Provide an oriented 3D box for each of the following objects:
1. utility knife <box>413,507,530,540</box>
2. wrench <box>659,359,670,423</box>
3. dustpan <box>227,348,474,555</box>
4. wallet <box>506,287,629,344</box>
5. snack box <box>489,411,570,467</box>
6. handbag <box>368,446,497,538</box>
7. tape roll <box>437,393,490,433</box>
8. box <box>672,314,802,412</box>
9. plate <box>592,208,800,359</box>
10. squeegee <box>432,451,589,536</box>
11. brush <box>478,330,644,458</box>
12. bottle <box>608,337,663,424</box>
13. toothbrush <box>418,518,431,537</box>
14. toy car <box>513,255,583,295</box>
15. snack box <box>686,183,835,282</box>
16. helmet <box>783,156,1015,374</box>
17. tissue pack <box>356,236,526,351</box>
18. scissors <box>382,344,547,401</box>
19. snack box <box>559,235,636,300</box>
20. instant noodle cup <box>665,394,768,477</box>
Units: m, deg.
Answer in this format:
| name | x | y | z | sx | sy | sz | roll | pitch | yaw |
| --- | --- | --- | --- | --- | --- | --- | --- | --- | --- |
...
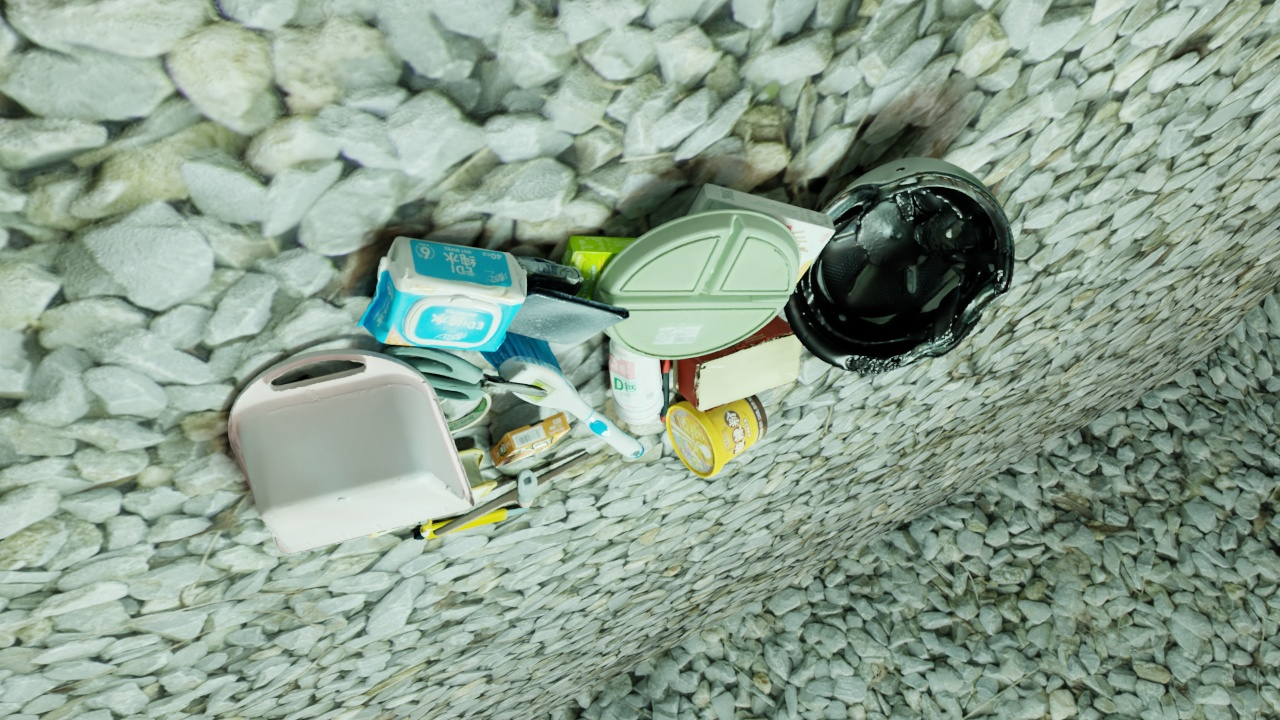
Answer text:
| name | x | y | z | sx | sy | sz | roll | pitch | yaw |
| --- | --- | --- | --- | --- | --- | --- | --- | --- | --- |
| utility knife | -0.243 | 0.235 | 1.350 | 0.195 | 0.015 | 0.033 | -7 | 149 | -39 |
| wrench | 0.034 | 0.016 | 1.212 | 0.016 | 0.056 | 0.274 | -2 | 154 | -2 |
| dustpan | -0.302 | 0.096 | 0.967 | 0.222 | 0.138 | 0.274 | -13 | 163 | -12 |
| wallet | -0.087 | -0.045 | 0.924 | 0.120 | 0.019 | 0.097 | 12 | 157 | -41 |
| snack box | -0.141 | 0.101 | 1.152 | 0.075 | 0.026 | 0.154 | -19 | 172 | -21 |
| handbag | -0.278 | 0.176 | 1.180 | 0.163 | 0.063 | 0.179 | -18 | 166 | -22 |
| tape roll | -0.216 | 0.058 | 1.069 | 0.085 | 0.014 | 0.086 | -23 | 153 | -13 |
| box | 0.135 | 0.007 | 1.226 | 0.168 | 0.080 | 0.091 | -17 | 127 | -23 |
| plate | 0.064 | -0.072 | 0.976 | 0.230 | 0.027 | 0.231 | -11 | 146 | -7 |
| squeegee | -0.154 | 0.172 | 1.197 | 0.247 | 0.040 | 0.250 | -26 | 172 | -16 |
| brush | -0.085 | 0.040 | 1.062 | 0.060 | 0.109 | 0.314 | -39 | 152 | 7 |
| bottle | -0.007 | 0.007 | 1.133 | 0.068 | 0.068 | 0.197 | -24 | 150 | -12 |
| toothbrush | -0.276 | 0.211 | 1.167 | 0.018 | 0.016 | 0.192 | -9 | 167 | -17 |
| toy car | -0.100 | -0.081 | 0.902 | 0.090 | 0.034 | 0.043 | 4 | 142 | -24 |
| snack box | 0.122 | -0.136 | 0.993 | 0.156 | 0.026 | 0.085 | 11 | 137 | -21 |
| helmet | 0.303 | -0.127 | 1.083 | 0.275 | 0.230 | 0.156 | -51 | -174 | 41 |
| tissue pack | -0.177 | -0.055 | 0.834 | 0.139 | 0.063 | 0.090 | 6 | 138 | -30 |
| scissors | -0.178 | 0.009 | 0.914 | 0.186 | 0.019 | 0.132 | -1 | 151 | 26 |
| snack box | -0.009 | -0.092 | 0.965 | 0.156 | 0.026 | 0.086 | -1 | 143 | -22 |
| instant noodle cup | 0.117 | 0.098 | 1.367 | 0.114 | 0.118 | 0.119 | -25 | 154 | -26 |
